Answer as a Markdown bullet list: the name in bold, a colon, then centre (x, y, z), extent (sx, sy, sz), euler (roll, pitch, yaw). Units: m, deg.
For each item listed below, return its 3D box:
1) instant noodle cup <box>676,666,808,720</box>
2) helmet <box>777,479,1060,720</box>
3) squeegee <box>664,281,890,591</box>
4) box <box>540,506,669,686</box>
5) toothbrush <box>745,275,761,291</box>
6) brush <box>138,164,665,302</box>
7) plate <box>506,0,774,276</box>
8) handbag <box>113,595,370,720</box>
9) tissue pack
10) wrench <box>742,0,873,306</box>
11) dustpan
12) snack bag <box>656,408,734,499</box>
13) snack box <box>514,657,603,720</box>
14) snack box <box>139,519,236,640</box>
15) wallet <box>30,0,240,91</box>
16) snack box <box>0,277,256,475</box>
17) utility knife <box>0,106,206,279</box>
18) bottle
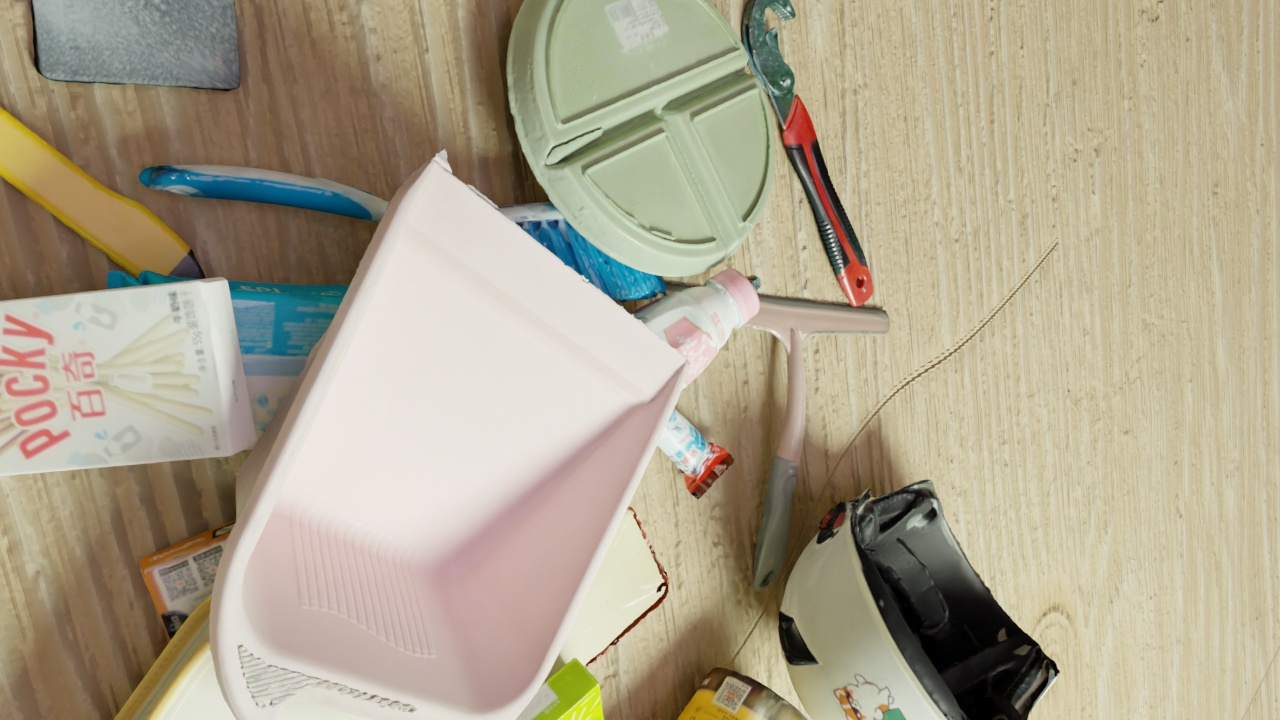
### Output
- **instant noodle cup**: centre (0.066, 0.309, 0.701), extent (0.118, 0.119, 0.114), euler (50, 61, -26)
- **helmet**: centre (0.197, 0.225, 0.728), extent (0.230, 0.157, 0.273), euler (56, 29, 10)
- **squeegee**: centre (0.117, 0.071, 0.752), extent (0.247, 0.040, 0.249), euler (3, 94, -34)
- **box**: centre (-0.064, 0.168, 0.617), extent (0.168, 0.080, 0.091), euler (-36, 114, -26)
- **toothbrush**: centre (0.019, -0.006, 0.675), extent (0.191, 0.018, 0.016), euler (-38, 105, -14)
- **brush**: centre (-0.127, -0.072, 0.570), extent (0.313, 0.061, 0.109), euler (-11, 95, -32)
- **plate**: centre (0.013, -0.171, 0.632), extent (0.229, 0.028, 0.230), euler (10, 75, -38)
- **handbag**: centre (-0.204, 0.228, 0.518), extent (0.178, 0.063, 0.163), euler (37, 83, -33)
- **tissue pack**: centre (-0.216, 0.000, 0.507), extent (0.139, 0.063, 0.090), euler (1, 103, -34)
- **wrench**: centre (0.141, -0.167, 0.757), extent (0.056, 0.016, 0.273), euler (-33, 111, -26)
- **dustpan**: centre (-0.088, 0.076, 0.482), extent (0.222, 0.139, 0.273), euler (33, 100, -37)
- **snack bag**: centre (0.026, 0.057, 0.695), extent (0.048, 0.026, 0.104), euler (-47, 115, -16)
- **snack box**: centre (-0.062, 0.261, 0.609), extent (0.085, 0.026, 0.157), euler (-35, 149, -25)
- **snack box**: centre (-0.206, 0.122, 0.551), extent (0.153, 0.026, 0.075), euler (-22, 108, -30)
- **wallet**: centre (-0.268, -0.206, 0.484), extent (0.097, 0.019, 0.121), euler (-5, 99, -31)
- **snack box**: centre (-0.270, 0.010, 0.444), extent (0.157, 0.027, 0.085), euler (-6, 99, 6)
- **utility knife**: centre (-0.307, -0.101, 0.466), extent (0.195, 0.015, 0.033), euler (46, 71, -31)
- **bottle**: centre (-0.004, 0.004, 0.632), extent (0.196, 0.068, 0.068), euler (-35, 113, -17)
